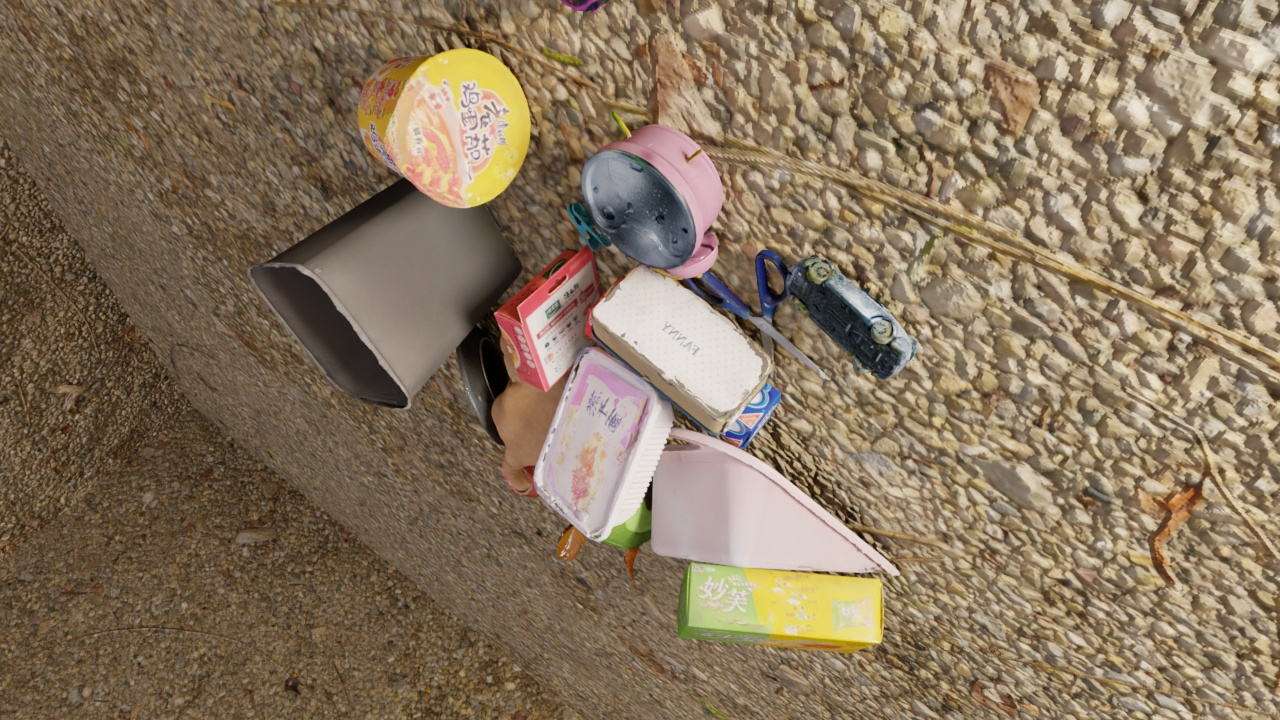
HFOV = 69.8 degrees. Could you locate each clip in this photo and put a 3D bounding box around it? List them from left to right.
[{"bbox_3d":[-0.052,-0.133,0.910,0.055,0.013,0.038,53,150,-17],"label":"clip"}]

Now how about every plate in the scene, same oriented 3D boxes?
[{"bbox_3d":[-0.195,0.025,1.196,0.179,0.024,0.179,-16,-91,-84],"label":"plate"}]

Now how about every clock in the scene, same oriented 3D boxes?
[{"bbox_3d":[0.014,-0.128,0.785,0.117,0.059,0.159,28,147,24],"label":"clock"}]

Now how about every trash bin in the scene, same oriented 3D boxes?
[{"bbox_3d":[-0.275,-0.089,1.036,0.199,0.219,0.199,6,134,48],"label":"trash bin"}]

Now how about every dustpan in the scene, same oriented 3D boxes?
[{"bbox_3d":[0.125,0.157,1.019,0.273,0.138,0.223,11,168,-35],"label":"dustpan"}]

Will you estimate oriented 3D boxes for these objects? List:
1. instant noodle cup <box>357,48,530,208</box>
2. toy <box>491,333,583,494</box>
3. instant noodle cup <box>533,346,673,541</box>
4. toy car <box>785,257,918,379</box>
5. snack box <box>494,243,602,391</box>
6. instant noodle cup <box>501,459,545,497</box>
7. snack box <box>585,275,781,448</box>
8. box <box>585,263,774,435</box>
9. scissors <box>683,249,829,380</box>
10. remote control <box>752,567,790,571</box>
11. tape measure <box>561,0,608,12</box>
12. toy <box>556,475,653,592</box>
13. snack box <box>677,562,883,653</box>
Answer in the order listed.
[{"bbox_3d":[-0.188,-0.220,0.848,0.110,0.137,0.138,26,148,43],"label":"instant noodle cup"},{"bbox_3d":[-0.124,0.062,1.095,0.143,0.082,0.226,18,104,47],"label":"toy"},{"bbox_3d":[-0.032,0.086,0.956,0.060,0.173,0.138,13,-167,-44],"label":"instant noodle cup"},{"bbox_3d":[0.168,-0.037,0.739,0.120,0.036,0.054,44,154,19],"label":"toy car"},{"bbox_3d":[-0.092,-0.050,0.966,0.044,0.113,0.127,26,147,31],"label":"snack box"},{"bbox_3d":[-0.093,0.120,1.195,0.109,0.137,0.138,8,137,35],"label":"instant noodle cup"},{"bbox_3d":[0.042,0.002,0.928,0.207,0.058,0.057,37,154,10],"label":"snack box"},{"bbox_3d":[0.032,-0.017,0.868,0.184,0.089,0.059,41,166,16],"label":"box"},{"bbox_3d":[0.107,-0.043,0.832,0.176,0.012,0.163,35,151,11],"label":"scissors"},{"bbox_3d":[0.153,0.265,1.128,0.056,0.020,0.136,3,163,7],"label":"remote control"},{"bbox_3d":[-0.041,-0.283,0.663,0.057,0.039,0.058,42,152,2],"label":"tape measure"},{"bbox_3d":[-0.022,0.165,1.113,0.090,0.226,0.246,-5,169,26],"label":"toy"},{"bbox_3d":[0.150,0.281,1.031,0.210,0.070,0.158,5,159,1],"label":"snack box"}]
